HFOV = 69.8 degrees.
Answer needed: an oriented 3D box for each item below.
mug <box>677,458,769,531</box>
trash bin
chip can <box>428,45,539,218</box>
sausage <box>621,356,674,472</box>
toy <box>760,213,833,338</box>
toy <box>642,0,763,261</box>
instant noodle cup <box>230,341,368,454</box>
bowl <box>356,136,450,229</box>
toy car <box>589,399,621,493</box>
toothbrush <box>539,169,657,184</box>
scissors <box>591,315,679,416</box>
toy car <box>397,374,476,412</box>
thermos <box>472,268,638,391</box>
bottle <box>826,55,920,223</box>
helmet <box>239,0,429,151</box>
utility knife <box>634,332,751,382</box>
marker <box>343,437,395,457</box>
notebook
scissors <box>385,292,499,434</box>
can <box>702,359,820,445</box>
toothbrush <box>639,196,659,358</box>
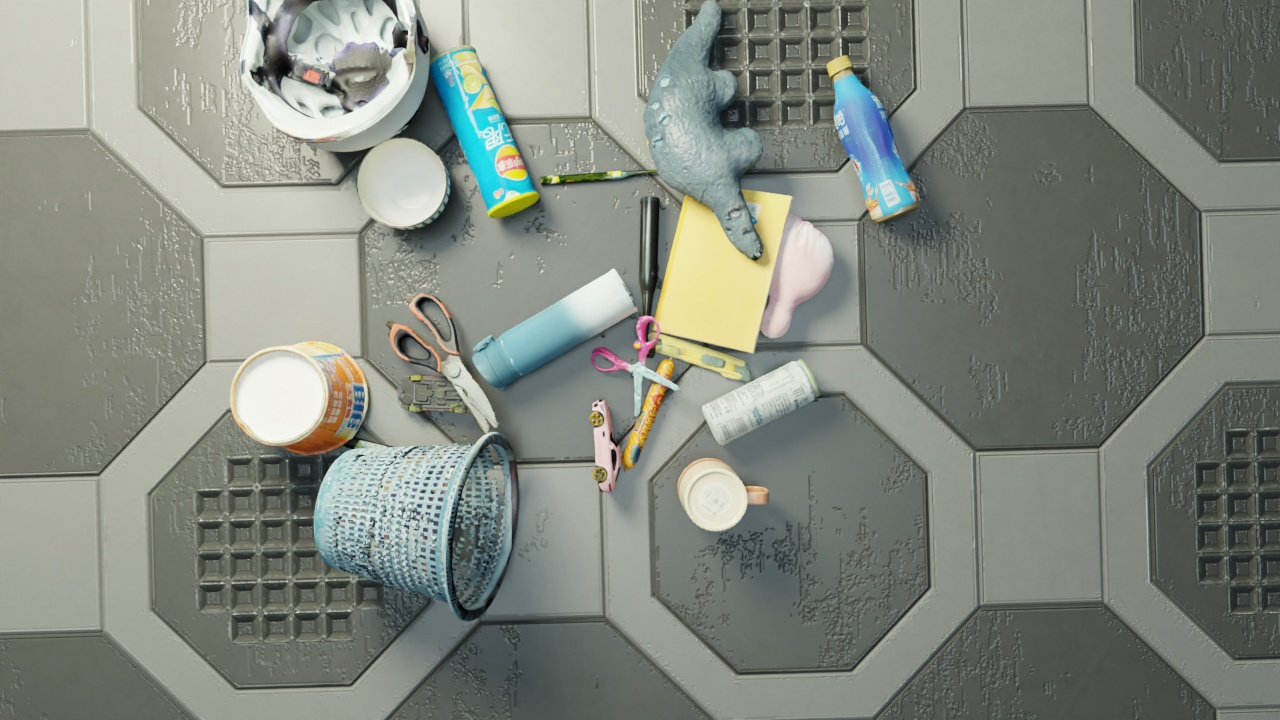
[{"bbox_3d":[0.107,0.171,1.170,0.114,0.106,0.081,3,90,0],"label":"mug"},{"bbox_3d":[-0.278,0.191,1.129,0.195,0.226,0.226,6,90,12],"label":"trash bin"},{"bbox_3d":[-0.204,-0.294,1.186,0.071,0.071,0.210,-23,90,-1],"label":"chip can"},{"bbox_3d":[0.010,0.071,1.211,0.021,0.021,0.165,22,90,0],"label":"sausage"},{"bbox_3d":[0.178,-0.112,1.197,0.121,0.054,0.159,29,89,8],"label":"toy"},{"bbox_3d":[0.077,-0.292,1.176,0.138,0.091,0.356,-11,80,-6],"label":"toy"},{"bbox_3d":[-0.435,0.046,1.159,0.151,0.111,0.151,0,86,2],"label":"instant noodle cup"},{"bbox_3d":[-0.301,-0.224,1.188,0.116,0.066,0.116,0,89,0],"label":"bowl"},{"bbox_3d":[-0.045,0.111,1.194,0.037,0.056,0.122,-4,90,3],"label":"toy car"},{"bbox_3d":[-0.041,-0.242,1.217,0.186,0.012,0.017,-4,101,-1],"label":"toothbrush"},{"bbox_3d":[-0.009,0.007,1.198,0.136,0.017,0.133,6,98,20],"label":"scissors"},{"bbox_3d":[-0.266,0.043,1.205,0.106,0.031,0.049,1,88,5],"label":"toy car"},{"bbox_3d":[-0.112,-0.039,1.189,0.220,0.070,0.070,-29,90,-1],"label":"thermos"},{"bbox_3d":[0.295,-0.289,1.194,0.065,0.065,0.218,-22,89,-1],"label":"bottle"},{"bbox_3d":[-0.362,-0.366,1.143,0.229,0.146,0.258,-17,79,5],"label":"helmet"},{"bbox_3d":[0.072,-0.006,1.219,0.163,0.018,0.031,17,85,4],"label":"utility knife"},{"bbox_3d":[-0.333,0.121,1.214,0.124,0.015,0.018,13,91,3],"label":"marker"},{"bbox_3d":[0.104,-0.123,1.192,0.146,0.010,0.206,13,89,23],"label":"notebook"},{"bbox_3d":[-0.257,0.011,1.180,0.194,0.015,0.206,-1,76,14],"label":"scissors"},{"bbox_3d":[0.156,0.054,1.195,0.146,0.058,0.058,-26,90,-1],"label":"can"},{"bbox_3d":[0.011,-0.108,1.207,0.027,0.026,0.212,0,88,31],"label":"toothbrush"}]
